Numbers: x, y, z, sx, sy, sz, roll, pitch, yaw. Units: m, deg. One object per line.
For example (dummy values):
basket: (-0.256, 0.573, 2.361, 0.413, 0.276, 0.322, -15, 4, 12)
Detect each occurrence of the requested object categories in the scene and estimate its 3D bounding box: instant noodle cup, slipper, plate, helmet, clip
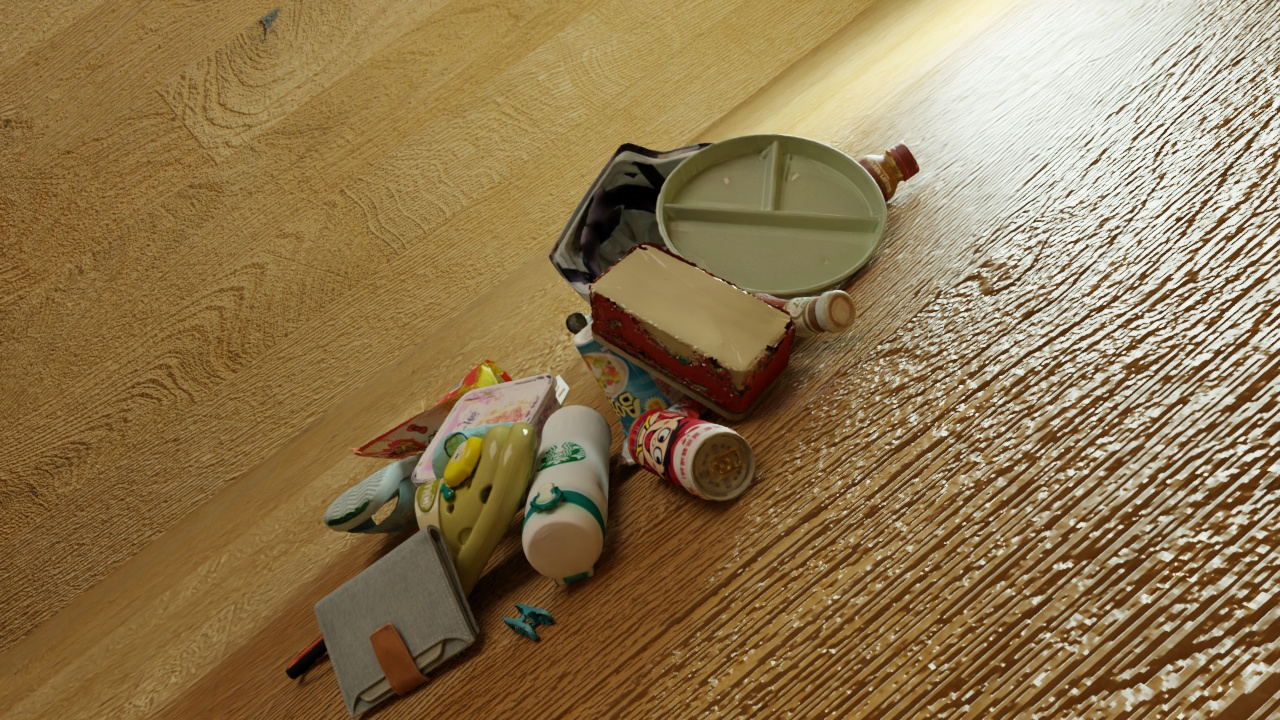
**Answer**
instant noodle cup: (-0.005, 0.005, 0.879, 0.099, 0.110, 0.099, -33, 16, 10)
slipper: (-0.298, 0.169, 1.119, 0.104, 0.074, 0.245, -31, -1, 11)
plate: (0.131, -0.147, 0.932, 0.230, 0.027, 0.229, -2, 54, 3)
instant noodle cup: (-0.157, 0.091, 1.001, 0.174, 0.060, 0.137, -14, 39, 43)
helmet: (0.038, -0.122, 1.059, 0.259, 0.146, 0.228, 14, 67, 30)
clip: (-0.083, 0.190, 0.670, 0.046, 0.014, 0.057, -45, 16, -25)
slipper: (-0.152, 0.131, 0.766, 0.191, 0.081, 0.091, -63, 11, 13)

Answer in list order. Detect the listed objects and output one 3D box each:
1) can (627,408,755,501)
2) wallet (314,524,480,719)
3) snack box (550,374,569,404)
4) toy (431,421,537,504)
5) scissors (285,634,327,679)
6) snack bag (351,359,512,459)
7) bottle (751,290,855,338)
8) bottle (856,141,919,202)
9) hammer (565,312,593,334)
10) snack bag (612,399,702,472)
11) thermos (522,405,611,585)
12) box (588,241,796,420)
can: (0.036, 0.069, 0.696, 0.053, 0.053, 0.133, -39, 15, -13)
wallet: (-0.195, 0.207, 0.721, 0.130, 0.106, 0.037, -35, -25, 16)
snack box: (-0.144, 0.078, 1.133, 0.085, 0.027, 0.156, -31, 16, 21)
toy: (-0.146, 0.107, 0.855, 0.156, 0.161, 0.050, -43, 57, 13)
scissors: (-0.249, 0.224, 0.879, 0.231, 0.021, 0.220, -40, 8, 19)
snack bag: (-0.254, 0.077, 1.166, 0.208, 0.073, 0.128, -30, -14, 23)
bottle: (0.113, -0.034, 0.828, 0.059, 0.060, 0.206, -43, 16, -24)
bottle: (0.226, -0.180, 1.031, 0.175, 0.057, 0.057, -33, 15, 14)
hammer: (0.052, -0.119, 1.242, 0.323, 0.032, 0.126, -30, -5, 7)
snack bag: (0.017, 0.064, 0.812, 0.104, 0.026, 0.048, -34, 6, 9)
thermos: (-0.059, 0.103, 0.765, 0.073, 0.073, 0.224, -34, 14, 9)
box: (0.040, -0.033, 0.775, 0.168, 0.078, 0.091, 30, 57, 26)
